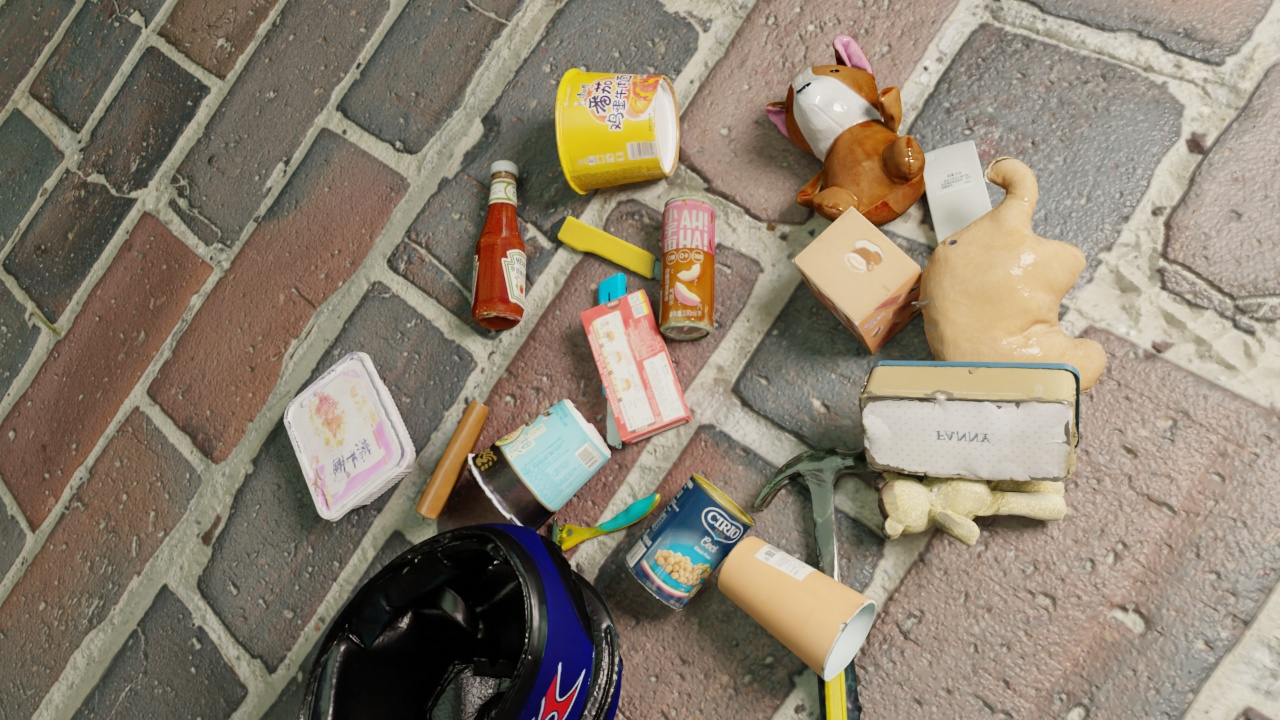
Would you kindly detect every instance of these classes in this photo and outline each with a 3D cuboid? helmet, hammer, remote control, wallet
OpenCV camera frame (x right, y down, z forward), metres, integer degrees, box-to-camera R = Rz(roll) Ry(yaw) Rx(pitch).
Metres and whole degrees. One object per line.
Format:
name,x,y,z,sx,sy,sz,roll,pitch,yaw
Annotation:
helmet,-0.132,0.285,0.830,0.316,0.240,0.247,-45,57,17
hammer,0.172,0.239,0.829,0.126,0.032,0.322,-9,71,22
remote control,0.311,-0.147,0.892,0.056,0.019,0.135,-14,69,20
wallet,-0.204,0.110,1.005,0.031,0.108,0.131,27,79,-5

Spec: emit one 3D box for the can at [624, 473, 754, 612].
can,0.045,0.175,0.882,0.075,0.075,0.111,41,93,29

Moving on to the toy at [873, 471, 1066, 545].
toy,0.285,0.121,0.795,0.157,0.066,0.105,-6,49,13

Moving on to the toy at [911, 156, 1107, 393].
toy,0.311,-0.061,0.797,0.143,0.082,0.226,-13,93,7

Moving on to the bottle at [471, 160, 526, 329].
bottle,-0.165,-0.140,1.089,0.060,0.059,0.205,-8,70,22

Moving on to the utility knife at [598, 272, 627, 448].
utility knife,-0.029,0.000,1.004,0.034,0.018,0.198,-9,72,22

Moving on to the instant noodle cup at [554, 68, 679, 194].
instant noodle cup,-0.020,-0.258,1.021,0.110,0.138,0.138,0,74,17

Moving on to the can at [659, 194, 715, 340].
can,0.050,-0.098,0.975,0.058,0.058,0.147,-5,72,23

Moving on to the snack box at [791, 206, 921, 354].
snack box,0.211,-0.075,0.872,0.077,0.094,0.092,-43,61,7

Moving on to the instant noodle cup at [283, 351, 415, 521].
instant noodle cup,-0.337,0.092,1.093,0.138,0.060,0.173,-37,64,10

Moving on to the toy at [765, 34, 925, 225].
toy,0.200,-0.227,0.918,0.140,0.130,0.199,-33,54,26

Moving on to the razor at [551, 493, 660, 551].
razor,-0.035,0.165,0.948,0.133,0.028,0.043,-25,34,19

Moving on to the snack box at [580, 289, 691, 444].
snack box,-0.006,0.006,0.973,0.075,0.025,0.152,-22,71,7

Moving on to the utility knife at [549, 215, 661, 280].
utility knife,-0.036,-0.126,1.048,0.170,0.015,0.033,28,93,28

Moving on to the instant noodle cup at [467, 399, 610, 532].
instant noodle cup,-0.100,0.105,0.961,0.120,0.111,0.111,-39,62,0

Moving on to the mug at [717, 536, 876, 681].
mug,0.132,0.208,0.797,0.123,0.078,0.078,31,88,32

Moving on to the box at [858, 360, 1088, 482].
box,0.279,0.049,0.763,0.184,0.090,0.059,2,32,23
